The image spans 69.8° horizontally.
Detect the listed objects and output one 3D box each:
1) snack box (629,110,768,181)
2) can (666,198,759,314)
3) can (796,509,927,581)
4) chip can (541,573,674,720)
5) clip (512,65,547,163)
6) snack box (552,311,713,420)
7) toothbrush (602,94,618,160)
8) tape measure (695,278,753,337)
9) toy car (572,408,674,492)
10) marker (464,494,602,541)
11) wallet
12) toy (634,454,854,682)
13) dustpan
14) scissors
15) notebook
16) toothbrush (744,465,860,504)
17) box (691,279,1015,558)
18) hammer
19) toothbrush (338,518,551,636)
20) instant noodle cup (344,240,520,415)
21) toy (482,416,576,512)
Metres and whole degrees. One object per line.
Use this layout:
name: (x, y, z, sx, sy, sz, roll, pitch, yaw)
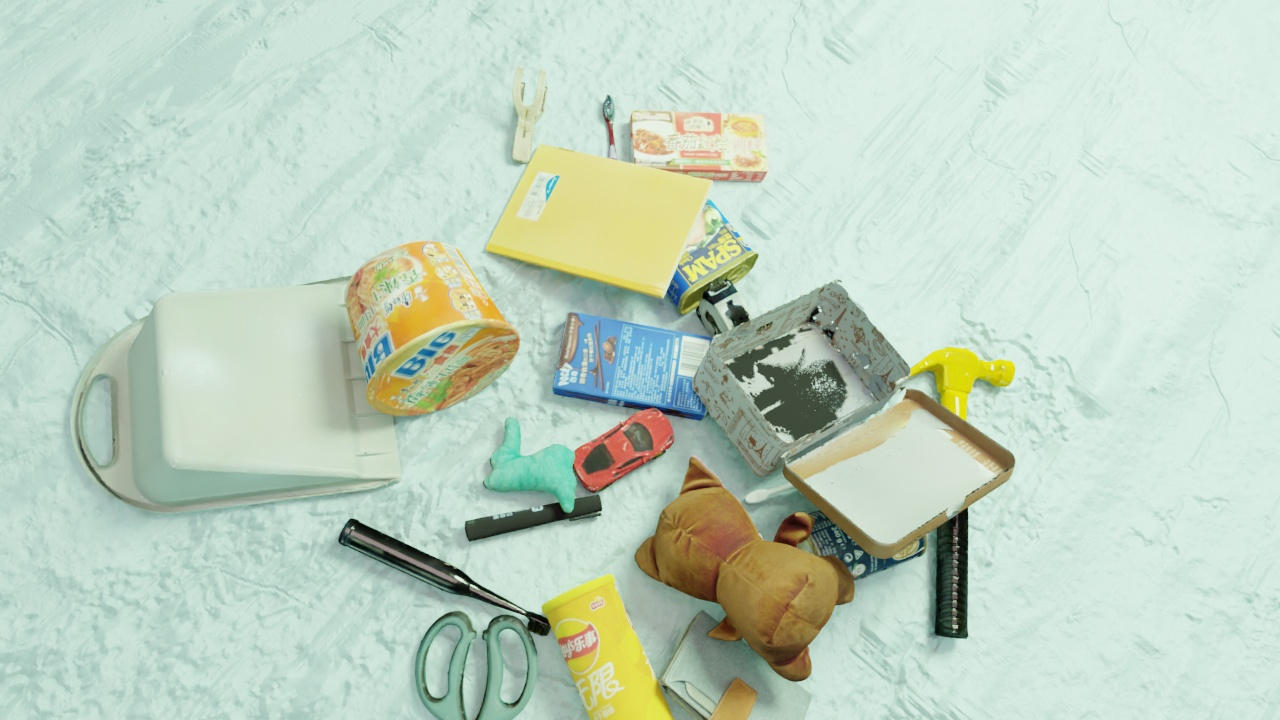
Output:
snack box: (0.065, -0.241, 1.032, 0.153, 0.025, 0.075, 0, 71, -7)
can: (0.059, -0.111, 0.971, 0.102, 0.057, 0.083, -33, 76, -17)
can: (0.206, 0.171, 0.881, 0.111, 0.075, 0.075, -17, 74, -13)
chip can: (-0.015, 0.301, 0.811, 0.072, 0.072, 0.213, -21, 76, -14)
clip: (-0.124, -0.276, 1.001, 0.035, 0.097, 0.101, 10, 59, -4)
snack box: (-0.006, 0.005, 0.937, 0.157, 0.026, 0.084, 11, 70, -4)
toothbrush: (-0.028, -0.212, 1.014, 0.016, 0.017, 0.187, -3, 71, -8)
tape measure: (0.089, -0.043, 0.945, 0.033, 0.066, 0.066, -29, 75, -13)
toy car: (-0.017, 0.086, 0.901, 0.106, 0.031, 0.049, -29, 78, -8)
marker: (-0.102, 0.151, 0.879, 0.132, 0.020, 0.022, -10, 86, -12)
wallet: (0.087, 0.296, 0.821, 0.130, 0.037, 0.106, 37, 33, 5)
toy: (0.091, 0.185, 0.832, 0.200, 0.130, 0.140, 29, 83, 31)
dustpan: (-0.393, 0.038, 0.887, 0.257, 0.143, 0.222, 2, 68, -38)
scissors: (-0.170, 0.308, 0.816, 0.129, 0.019, 0.185, 21, 75, 6)
notebook: (-0.044, -0.151, 0.960, 0.206, 0.010, 0.145, 16, 69, 19)
toothbrush: (0.209, 0.106, 0.910, 0.221, 0.026, 0.026, -17, 75, 0)
box: (0.194, 0.059, 0.866, 0.178, 0.103, 0.261, -25, 65, -26)
hammer: (0.317, 0.127, 0.934, 0.129, 0.033, 0.300, 9, 70, -4)
toothbrush: (-0.178, 0.203, 0.849, 0.212, 0.026, 0.027, 26, 104, 0)
instant noodle cup: (-0.204, -0.034, 0.869, 0.151, 0.152, 0.111, -23, 68, -14)
toy: (-0.107, 0.100, 0.884, 0.092, 0.030, 0.096, -4, 72, 6)
